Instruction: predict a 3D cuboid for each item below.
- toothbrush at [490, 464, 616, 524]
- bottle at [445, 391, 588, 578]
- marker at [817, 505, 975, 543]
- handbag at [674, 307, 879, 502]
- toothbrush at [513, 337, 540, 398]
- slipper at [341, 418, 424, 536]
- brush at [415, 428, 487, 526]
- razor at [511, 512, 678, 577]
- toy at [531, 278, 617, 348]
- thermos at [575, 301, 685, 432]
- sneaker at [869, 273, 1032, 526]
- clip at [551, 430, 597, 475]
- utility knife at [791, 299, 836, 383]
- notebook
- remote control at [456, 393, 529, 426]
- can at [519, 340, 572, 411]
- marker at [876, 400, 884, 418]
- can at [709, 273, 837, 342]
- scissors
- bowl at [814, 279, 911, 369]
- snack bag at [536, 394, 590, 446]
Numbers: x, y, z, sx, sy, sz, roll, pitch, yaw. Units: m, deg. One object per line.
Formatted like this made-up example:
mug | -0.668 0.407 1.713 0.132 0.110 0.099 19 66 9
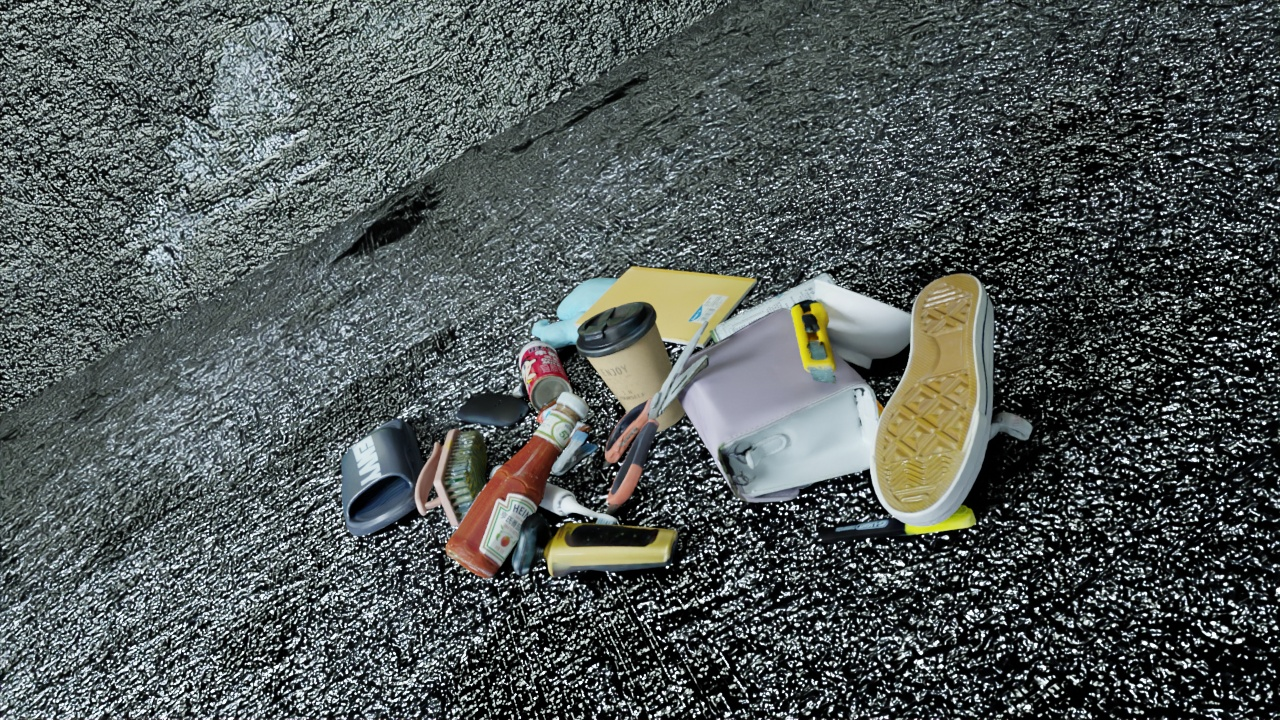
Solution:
toothbrush | -0.094 0.144 0.963 0.221 0.026 0.026 10 68 51
bottle | -0.120 0.123 0.938 0.060 0.060 0.205 8 58 50
marker | 0.197 0.129 0.718 0.124 0.015 0.018 -14 24 30
handbag | 0.119 0.042 0.852 0.145 0.098 0.197 -17 24 -4
toothbrush | -0.152 -0.001 1.295 0.018 0.015 0.180 -27 25 23
slipper | -0.342 0.130 1.172 0.110 0.083 0.268 -32 25 -3
brush | -0.220 0.128 1.074 0.073 0.063 0.145 -15 26 3
razor | -0.042 0.167 0.835 0.168 0.068 0.062 -5 34 27
toy | -0.075 -0.072 1.304 0.161 0.050 0.156 -12 39 9
thermos | -0.006 0.006 0.993 0.093 0.143 0.093 -22 26 11
sneaker | 0.254 0.039 0.745 0.119 0.088 0.240 -14 41 40
clip | -0.077 0.106 1.025 0.058 0.044 0.027 -47 33 -16
utility knife | 0.157 -0.020 0.823 0.033 0.015 0.177 -9 24 8
notebook | 0.032 -0.075 1.211 0.207 0.010 0.145 9 43 36
remote control | -0.200 0.062 1.217 0.137 0.024 0.053 2 39 46
can | -0.125 0.019 1.187 0.053 0.053 0.132 -29 26 -2
marker | 0.197 0.016 0.868 0.015 0.018 0.123 -25 51 -7
can | 0.153 -0.041 1.018 0.147 0.058 0.058 -26 26 5
scissors | 0.009 0.059 0.906 0.224 0.015 0.189 -67 15 -5
bowl | 0.217 -0.030 0.914 0.118 0.118 0.065 32 103 61
snack bag | -0.093 0.075 1.088 0.045 0.026 0.105 -31 28 -12
